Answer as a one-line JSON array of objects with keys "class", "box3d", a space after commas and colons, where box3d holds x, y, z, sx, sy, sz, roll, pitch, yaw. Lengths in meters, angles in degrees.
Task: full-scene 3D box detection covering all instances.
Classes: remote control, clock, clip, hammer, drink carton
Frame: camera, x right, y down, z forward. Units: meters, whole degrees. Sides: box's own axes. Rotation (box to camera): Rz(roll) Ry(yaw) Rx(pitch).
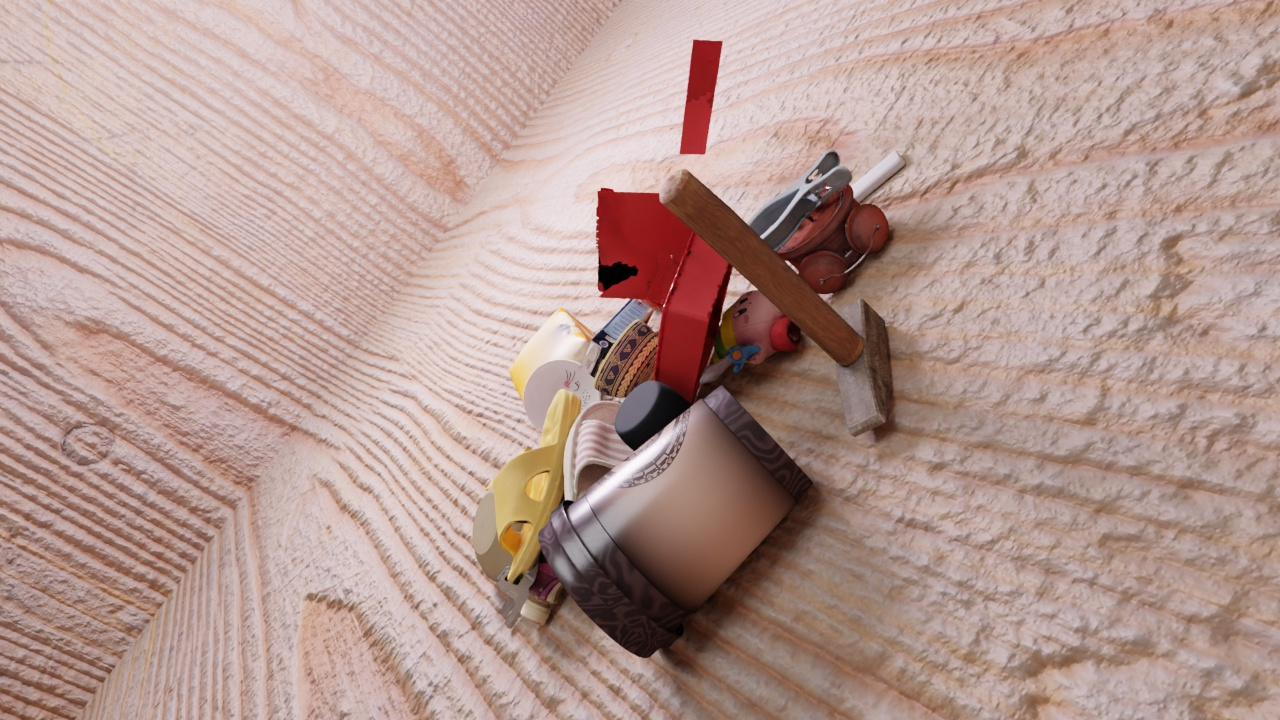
[{"class": "remote control", "box3d": [0.272, -0.212, 1.150, 0.131, 0.012, 0.033, -40, 27, 24]}, {"class": "clock", "box3d": [0.220, -0.143, 1.072, 0.121, 0.072, 0.157, -46, 24, 11]}, {"class": "clip", "box3d": [0.177, -0.168, 1.060, 0.163, 0.028, 0.112, -44, 24, 19]}, {"class": "hammer", "box3d": [0.128, -0.065, 0.845, 0.037, 0.300, 0.157, -33, 30, 34]}, {"class": "clip", "box3d": [-0.151, 0.281, 1.153, 0.102, 0.056, 0.056, -51, -7, 0]}, {"class": "drink carton", "box3d": [-0.034, -0.031, 1.320, 0.129, 0.040, 0.064, -50, -11, -45]}]

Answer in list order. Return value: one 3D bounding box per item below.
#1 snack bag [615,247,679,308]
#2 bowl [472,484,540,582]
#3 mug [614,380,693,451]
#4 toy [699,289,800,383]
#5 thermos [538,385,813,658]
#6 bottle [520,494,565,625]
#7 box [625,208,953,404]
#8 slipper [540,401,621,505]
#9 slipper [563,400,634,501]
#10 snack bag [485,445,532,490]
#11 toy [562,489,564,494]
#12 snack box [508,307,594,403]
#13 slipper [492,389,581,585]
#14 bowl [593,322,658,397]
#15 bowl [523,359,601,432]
[{"class": "snack bag", "box3d": [0.012, -0.126, 1.401, 0.082, 0.082, 0.176, -52, 24, -2]}, {"class": "bowl", "box3d": [-0.184, 0.221, 1.222, 0.153, 0.050, 0.152, -32, 50, 49]}, {"class": "mug", "box3d": [0.021, 0.075, 1.083, 0.085, 0.094, 0.122, -53, 25, -5]}, {"class": "toy", "box3d": [0.129, -0.024, 1.081, 0.132, 0.097, 0.124, -12, 48, 28]}, {"class": "thermos", "box3d": [0.038, 0.147, 0.883, 0.226, 0.172, 0.172, -43, 25, 2]}, {"class": "bottle", "box3d": [-0.095, 0.235, 1.105, 0.060, 0.059, 0.166, 9, 71, 62]}, {"class": "box", "box3d": [0.167, -0.036, 1.097, 0.217, 0.351, 0.197, 98, -172, -56]}, {"class": "slipper", "box3d": [-0.111, 0.137, 1.262, 0.239, 0.064, 0.094, -47, 25, 12]}, {"class": "slipper", "box3d": [-0.033, 0.142, 1.082, 0.262, 0.115, 0.052, -86, 18, -47]}, {"class": "snack bag", "box3d": [-0.197, 0.171, 1.405, 0.099, 0.026, 0.020, -45, 25, 11]}, {"class": "toy", "box3d": [-0.063, 0.155, 1.179, 0.093, 0.036, 0.094, -33, 49, 2]}, {"class": "snack box", "box3d": [-0.135, 0.005, 1.462, 0.145, 0.080, 0.195, -50, 24, 4]}, {"class": "slipper", "box3d": [-0.136, 0.143, 1.139, 0.100, 0.078, 0.262, -49, 23, 50]}, {"class": "bowl", "box3d": [-0.007, 0.007, 1.251, 0.112, 0.061, 0.112, -55, -9, -13]}, {"class": "bowl", "box3d": [-0.109, 0.055, 1.339, 0.115, 0.114, 0.050, -48, -8, 7]}]
